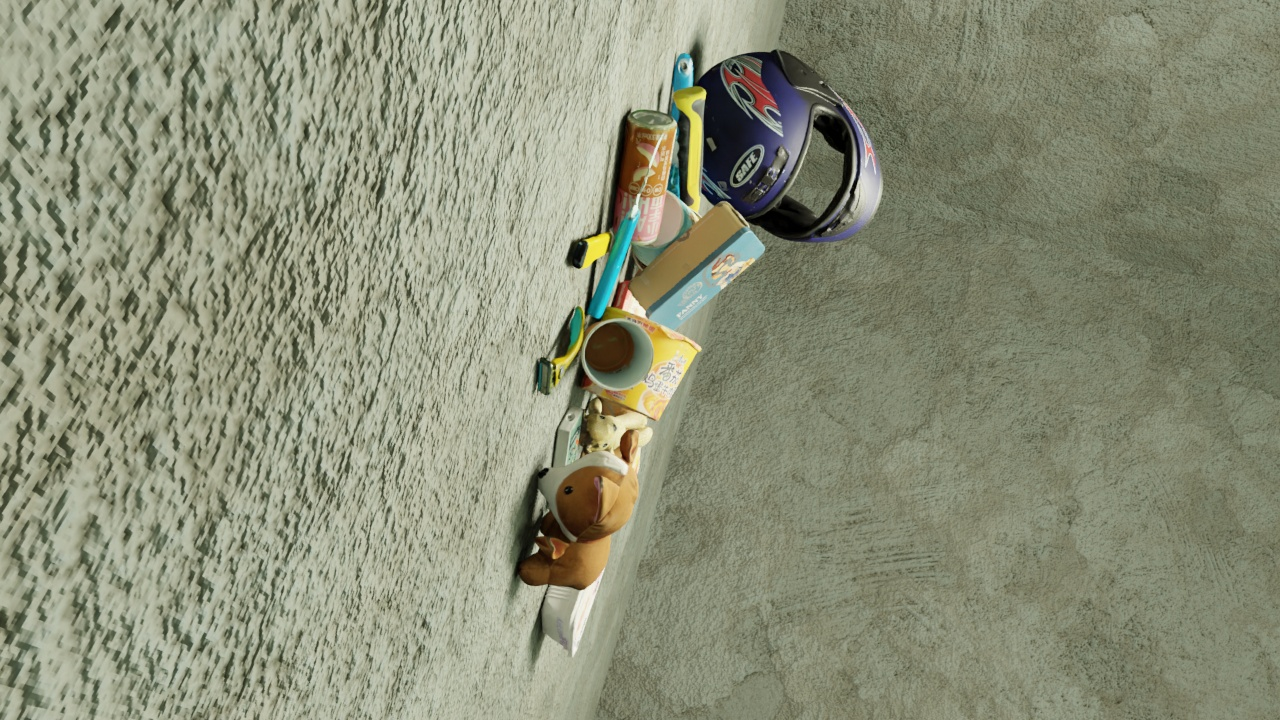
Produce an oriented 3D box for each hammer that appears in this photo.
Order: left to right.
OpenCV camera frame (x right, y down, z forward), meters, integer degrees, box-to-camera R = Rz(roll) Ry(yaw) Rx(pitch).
[{"bbox_3d":[0.071,-0.229,1.290,0.032,0.126,0.324,-123,-157,-44],"label":"hammer"}]

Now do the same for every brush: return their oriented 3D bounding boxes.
[{"bbox_3d":[0.048,-0.278,1.326,0.315,0.060,0.109,91,10,-53],"label":"brush"}]

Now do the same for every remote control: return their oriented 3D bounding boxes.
[{"bbox_3d":[-0.093,0.125,1.145,0.056,0.019,0.135,-65,167,-57],"label":"remote control"}]

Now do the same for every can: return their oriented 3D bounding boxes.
[{"bbox_3d":[0.003,-0.210,1.059,0.057,0.058,0.148,-65,168,-55],"label":"can"}]

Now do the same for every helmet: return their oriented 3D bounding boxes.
[{"bbox_3d":[0.190,-0.317,1.376,0.239,0.315,0.248,-1,138,-40],"label":"helmet"}]

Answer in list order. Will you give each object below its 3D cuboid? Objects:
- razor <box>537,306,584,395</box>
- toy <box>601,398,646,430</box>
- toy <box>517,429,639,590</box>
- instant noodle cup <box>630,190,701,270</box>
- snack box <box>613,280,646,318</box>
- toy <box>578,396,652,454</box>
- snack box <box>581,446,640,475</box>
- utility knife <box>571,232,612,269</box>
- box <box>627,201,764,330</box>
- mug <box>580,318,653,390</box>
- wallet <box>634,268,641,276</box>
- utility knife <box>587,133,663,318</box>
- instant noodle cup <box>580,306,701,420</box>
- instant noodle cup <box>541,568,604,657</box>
[{"bbox_3d":[-0.077,-0.018,0.965,0.132,0.028,0.043,-69,167,-52],"label":"razor"},{"bbox_3d":[-0.012,0.050,1.384,0.143,0.082,0.226,-40,152,-46],"label":"toy"},{"bbox_3d":[-0.069,0.173,1.065,0.200,0.130,0.139,-54,-171,36],"label":"toy"},{"bbox_3d":[0.030,-0.168,1.198,0.120,0.111,0.111,34,71,-75],"label":"instant noodle cup"},{"bbox_3d":[-0.014,-0.026,1.260,0.025,0.075,0.152,1,-109,51],"label":"snack box"},{"bbox_3d":[-0.035,0.098,1.257,0.157,0.066,0.105,3,74,-61],"label":"toy"},{"bbox_3d":[-0.048,0.165,1.348,0.094,0.077,0.092,94,12,-57],"label":"snack box"},{"bbox_3d":[-0.051,-0.120,0.992,0.163,0.015,0.033,-52,163,-75],"label":"utility knife"},{"bbox_3d":[0.065,-0.112,1.159,0.184,0.061,0.089,-44,155,11],"label":"box"},{"bbox_3d":[-0.033,-0.012,1.042,0.123,0.078,0.078,-147,-109,-80],"label":"mug"},{"bbox_3d":[0.045,-0.123,1.316,0.132,0.107,0.031,-59,-139,16],"label":"wallet"},{"bbox_3d":[-0.016,-0.146,1.037,0.034,0.018,0.237,-58,172,-60],"label":"utility knife"},{"bbox_3d":[-0.007,0.007,1.167,0.138,0.138,0.109,55,58,-81],"label":"instant noodle cup"},{"bbox_3d":[-0.100,0.339,1.375,0.138,0.060,0.173,96,10,-51],"label":"instant noodle cup"}]
